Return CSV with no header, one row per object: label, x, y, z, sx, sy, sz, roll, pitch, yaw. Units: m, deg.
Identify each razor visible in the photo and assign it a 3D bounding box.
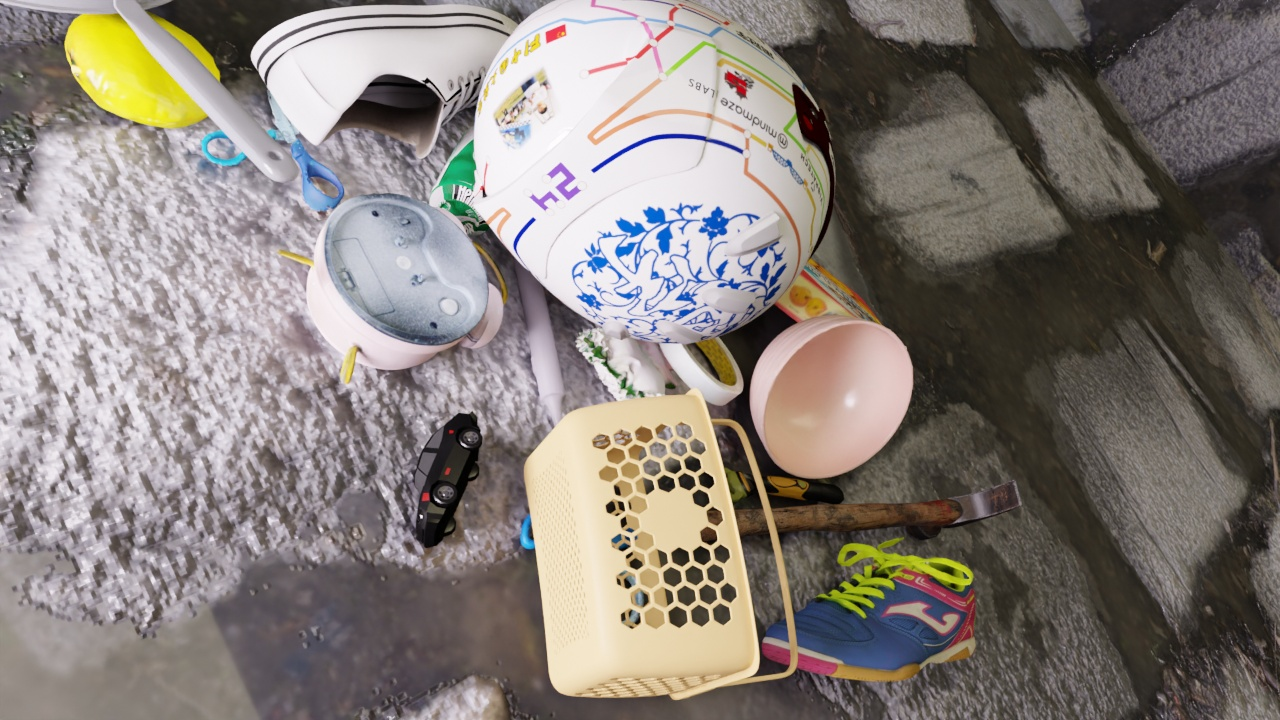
razor,0.120,0.109,0.780,0.144,0.021,0.044,12,38,-33

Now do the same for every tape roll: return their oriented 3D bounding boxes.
tape roll,0.051,-0.004,0.789,0.094,0.019,0.093,40,25,-23

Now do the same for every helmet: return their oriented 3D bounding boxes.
helmet,0.023,-0.126,0.684,0.314,0.232,0.235,27,43,-39

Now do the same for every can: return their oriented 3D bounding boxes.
can,-0.129,-0.145,0.727,0.053,0.053,0.100,33,46,-19

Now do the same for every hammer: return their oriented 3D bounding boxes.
hammer,0.174,0.130,0.771,0.329,0.120,0.033,3,65,-32

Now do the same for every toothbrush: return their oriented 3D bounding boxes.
toothbrush,-0.073,-0.001,0.702,0.019,0.018,0.187,6,59,-36

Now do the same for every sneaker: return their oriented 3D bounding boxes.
sneaker,0.186,0.196,0.739,0.241,0.116,0.091,7,86,-42
sneaker,-0.165,-0.208,0.711,0.244,0.091,0.097,-23,82,-52

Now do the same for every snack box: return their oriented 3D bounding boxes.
snack box,0.176,-0.060,0.900,0.142,0.040,0.144,35,18,-18

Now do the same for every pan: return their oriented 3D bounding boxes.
pan,-0.334,-0.239,0.573,0.356,0.051,0.200,41,40,10

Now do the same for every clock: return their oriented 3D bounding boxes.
clock,-0.156,-0.055,0.638,0.157,0.059,0.117,-22,78,-47

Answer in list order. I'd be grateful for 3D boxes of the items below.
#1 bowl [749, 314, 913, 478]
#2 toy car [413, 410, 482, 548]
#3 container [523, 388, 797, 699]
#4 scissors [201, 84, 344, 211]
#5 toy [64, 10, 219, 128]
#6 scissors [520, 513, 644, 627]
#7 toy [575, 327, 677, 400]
bowl,0.157,0.022,0.813,0.153,0.153,0.076,21,16,-29
toy car,-0.127,0.075,0.588,0.036,0.042,0.091,17,48,1
container,0.023,0.121,0.603,0.166,0.130,0.183,2,63,-26
scissors,-0.250,-0.156,0.664,0.119,0.014,0.129,37,39,-11
toy,-0.325,-0.194,0.603,0.094,0.041,0.095,-23,78,-51
scissors,-0.028,0.131,0.654,0.125,0.014,0.130,0,67,-39
toy,-0.004,0.004,0.744,0.095,0.041,0.108,50,26,0
